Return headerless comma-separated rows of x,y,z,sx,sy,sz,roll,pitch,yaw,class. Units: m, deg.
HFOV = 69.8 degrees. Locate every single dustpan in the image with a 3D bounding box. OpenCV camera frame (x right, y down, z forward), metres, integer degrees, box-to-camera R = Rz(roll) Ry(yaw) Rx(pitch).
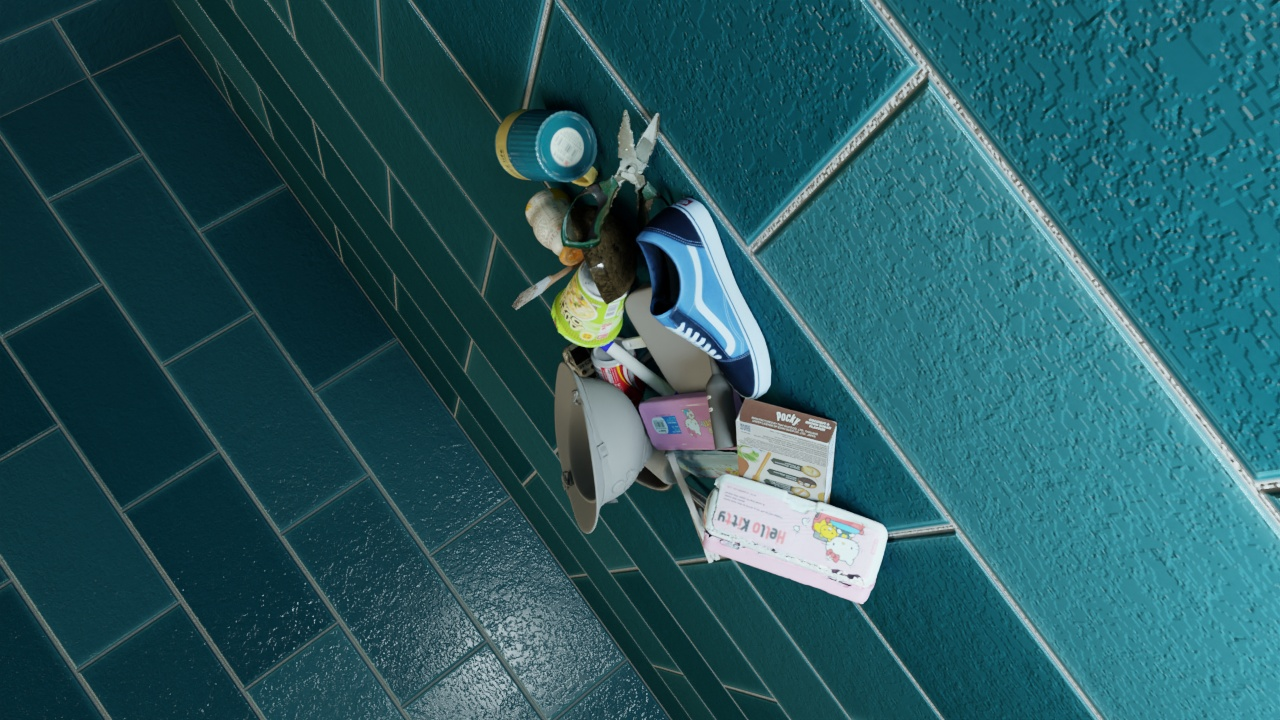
0.037,-0.024,1.168,0.258,0.033,0.163,-7,117,59,dustpan

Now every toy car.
-0.087,0.018,1.491,0.040,0.048,0.113,33,153,55,toy car

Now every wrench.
0.073,0.202,1.295,0.273,0.018,0.086,68,-178,-48,wrench

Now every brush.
-0.102,-0.110,1.173,0.008,0.142,0.045,53,152,2,brush

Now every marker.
-0.008,0.007,1.277,0.141,0.020,0.020,38,160,1,marker

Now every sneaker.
0.057,-0.045,0.973,0.083,0.098,0.241,18,139,55,sneaker

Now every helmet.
-0.041,0.111,1.262,0.270,0.117,0.184,-113,25,-48,helmet

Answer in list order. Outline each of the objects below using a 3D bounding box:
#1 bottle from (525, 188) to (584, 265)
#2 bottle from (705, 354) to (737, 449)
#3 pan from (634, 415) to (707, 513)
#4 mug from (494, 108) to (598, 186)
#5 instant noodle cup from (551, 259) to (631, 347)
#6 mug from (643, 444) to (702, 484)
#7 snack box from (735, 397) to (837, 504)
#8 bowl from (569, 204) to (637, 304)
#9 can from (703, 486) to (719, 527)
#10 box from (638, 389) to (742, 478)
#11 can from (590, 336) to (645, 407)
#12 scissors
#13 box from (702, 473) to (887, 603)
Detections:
-0.104,-0.169,1.173,0.063,0.063,0.108,83,161,-54,bottle
0.092,0.044,1.052,0.030,0.030,0.113,145,118,-71,bottle
0.046,0.180,1.447,0.357,0.055,0.188,31,151,25,pan
-0.097,-0.241,1.064,0.113,0.083,0.107,33,172,-34,mug
-0.058,-0.083,1.202,0.099,0.098,0.108,51,152,10,instant noodle cup
0.039,0.139,1.337,0.070,0.084,0.113,38,145,35,mug
0.163,0.122,1.037,0.101,0.031,0.186,15,145,19,snack box
-0.036,-0.133,1.092,0.121,0.056,0.121,-19,-91,-86,bowl
0.129,0.208,1.244,0.086,0.086,0.043,47,158,23,can
0.089,0.105,1.174,0.150,0.048,0.215,49,155,-16,box
-0.031,0.021,1.340,0.064,0.064,0.105,37,154,41,can
0.006,-0.173,0.966,0.146,0.015,0.210,21,137,-12,scissors
0.178,0.194,1.056,0.202,0.086,0.103,16,106,17,box
